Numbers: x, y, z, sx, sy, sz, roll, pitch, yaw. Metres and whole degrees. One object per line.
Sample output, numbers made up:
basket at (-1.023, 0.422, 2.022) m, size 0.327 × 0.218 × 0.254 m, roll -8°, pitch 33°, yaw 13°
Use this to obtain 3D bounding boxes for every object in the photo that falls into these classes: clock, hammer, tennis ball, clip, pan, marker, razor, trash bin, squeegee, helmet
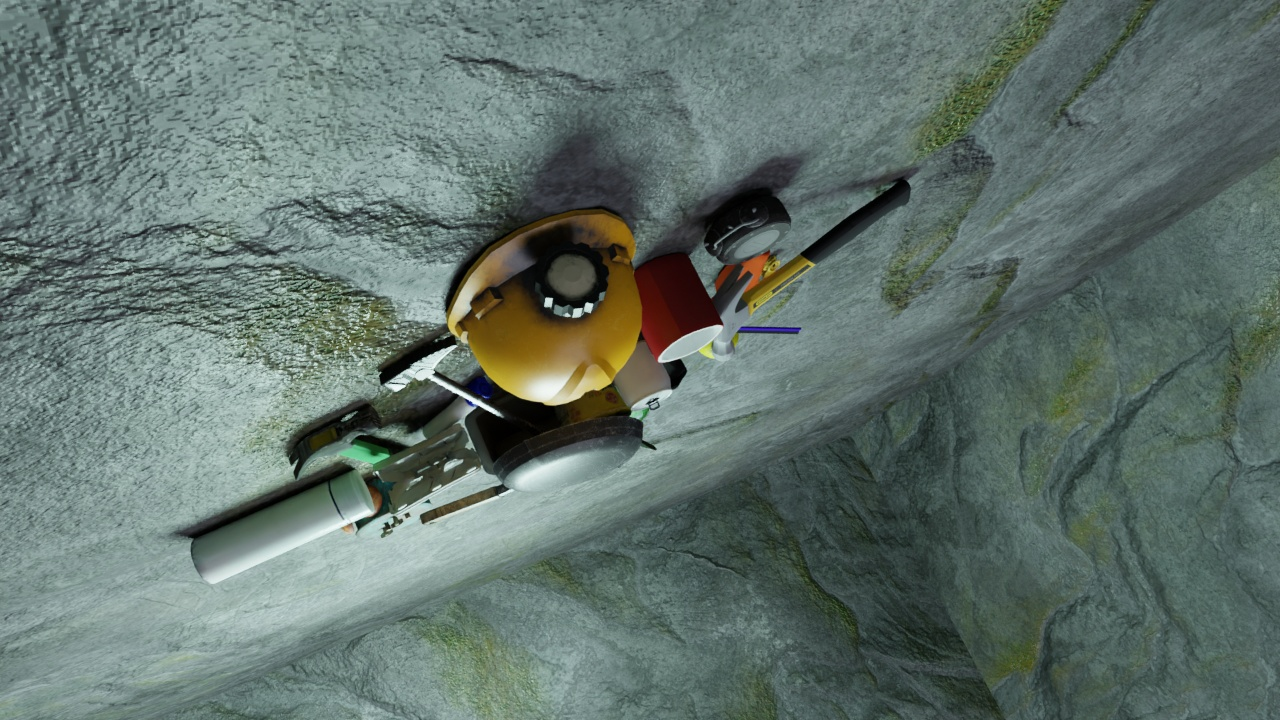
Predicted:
clock at (-0.387, 0.221, 1.363) m, size 0.157 × 0.073 × 0.122 m, roll -6°, pitch 156°, yaw -49°
hammer at (-0.164, 0.057, 1.094) m, size 0.095 × 0.015 × 0.325 m, roll -30°, pitch 147°, yaw 15°
tennis ball at (0.107, -0.036, 1.313) m, size 0.065 × 0.065 × 0.065 m, roll -24°, pitch 165°, yaw -7°
clip at (-0.274, 0.128, 1.177) m, size 0.126 × 0.110 × 0.150 m, roll -25°, pitch -157°, yaw -9°
pan at (-0.153, 0.160, 1.214) m, size 0.358 × 0.040 × 0.207 m, roll -27°, pitch 159°, yaw 20°
marker at (-0.235, 0.063, 1.170) m, size 0.133 × 0.027 × 0.023 m, roll -35°, pitch 163°, yaw 37°
razor at (0.029, -0.007, 1.318) m, size 0.057 × 0.060 × 0.156 m, roll -16°, pitch 147°, yaw 5°
hammer at (-0.341, 0.125, 1.196) m, size 0.130 × 0.032 × 0.319 m, roll -27°, pitch 165°, yaw 2°
clock at (0.115, -0.145, 1.002) m, size 0.091 × 0.043 × 0.122 m, roll -34°, pitch 163°, yaw 27°
clip at (0.167, -0.115, 1.221) m, size 0.054 × 0.046 × 0.048 m, roll -10°, pitch -177°, yaw -42°
trash bin at (-0.137, 0.105, 1.336) m, size 0.191 × 0.097 × 0.220 m, roll -24°, pitch 166°, yaw -7°
hammer at (0.210, -0.127, 1.123) m, size 0.323 × 0.029 × 0.127 m, roll -36°, pitch 148°, yaw -14°
squeegee at (0.121, -0.092, 1.167) m, size 0.249 × 0.055 × 0.185 m, roll 1°, pitch 154°, yaw -16°
helmet at (-0.077, -0.028, 0.924) m, size 0.205 × 0.131 × 0.256 m, roll -22°, pitch 166°, yaw -16°

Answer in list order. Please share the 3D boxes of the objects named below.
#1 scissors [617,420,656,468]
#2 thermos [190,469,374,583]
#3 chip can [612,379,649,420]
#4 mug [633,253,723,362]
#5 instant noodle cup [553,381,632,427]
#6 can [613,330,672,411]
scissors at (-0.026, 0.104, 1.494) m, size 0.199 × 0.015 × 0.178 m, roll 10°, pitch -137°, yaw 43°
thermos at (-0.477, 0.221, 1.230) m, size 0.230 × 0.068 × 0.068 m, roll -24°, pitch 165°, yaw -7°
chip can at (-0.021, 0.036, 1.333) m, size 0.075 × 0.075 × 0.223 m, roll -24°, pitch 164°, yaw -8°
mug at (0.030, -0.053, 1.071) m, size 0.080 × 0.096 × 0.117 m, roll -16°, pitch 162°, yaw -33°
instant noodle cup at (-0.076, 0.041, 1.190) m, size 0.102 × 0.108 × 0.102 m, roll -24°, pitch 165°, yaw -7°
can at (-0.007, 0.007, 1.152) m, size 0.064 × 0.127 × 0.064 m, roll -24°, pitch 165°, yaw -7°
